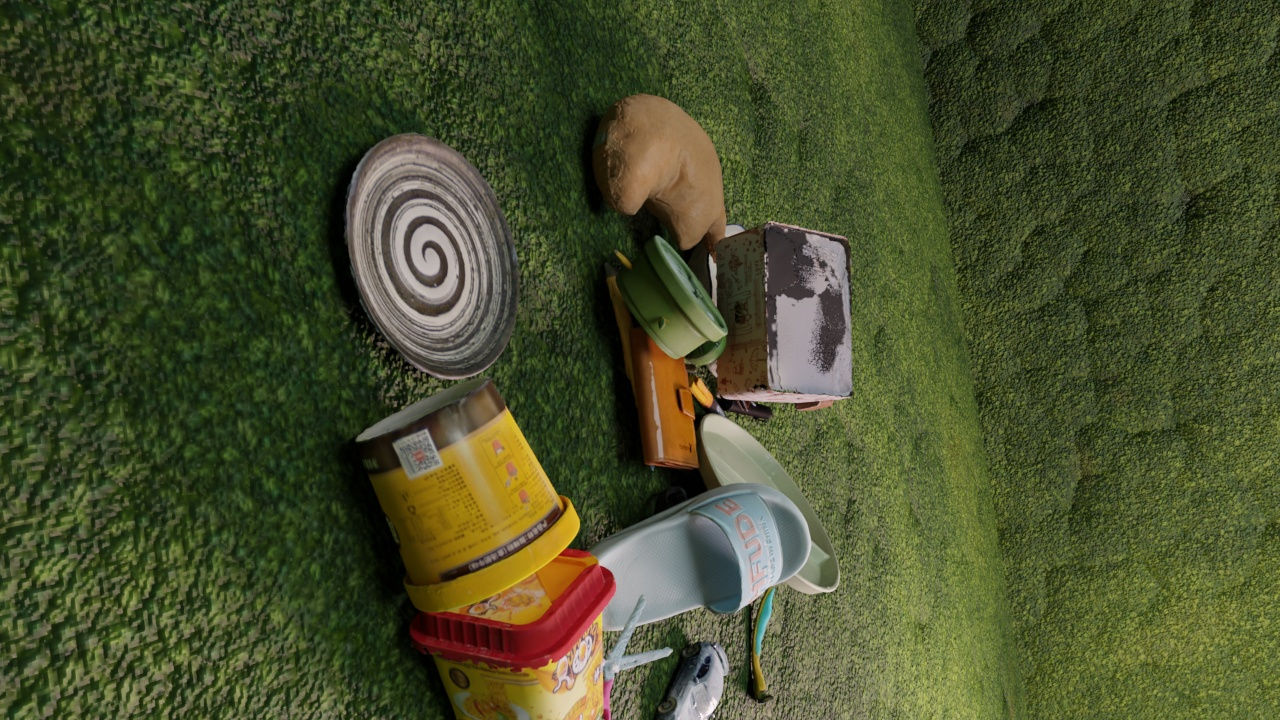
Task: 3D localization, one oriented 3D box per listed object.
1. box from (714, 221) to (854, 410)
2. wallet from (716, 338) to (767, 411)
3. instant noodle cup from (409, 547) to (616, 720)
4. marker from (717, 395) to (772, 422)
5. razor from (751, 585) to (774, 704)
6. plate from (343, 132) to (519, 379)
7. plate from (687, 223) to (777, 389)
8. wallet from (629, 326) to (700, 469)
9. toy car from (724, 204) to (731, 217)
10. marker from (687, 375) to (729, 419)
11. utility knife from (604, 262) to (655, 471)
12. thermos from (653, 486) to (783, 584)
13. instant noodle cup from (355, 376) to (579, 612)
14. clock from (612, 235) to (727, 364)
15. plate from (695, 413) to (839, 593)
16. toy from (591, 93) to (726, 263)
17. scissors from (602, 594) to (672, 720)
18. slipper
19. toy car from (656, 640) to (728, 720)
[{"bbox_3d":[0.175,-0.040,1.007,0.271,0.133,0.179,14,75,-64],"label":"box"},{"bbox_3d":[0.118,-0.017,1.036,0.096,0.020,0.122,62,38,-30],"label":"wallet"},{"bbox_3d":[-0.079,0.203,0.624,0.116,0.116,0.124,-38,127,-58],"label":"instant noodle cup"},{"bbox_3d":[0.130,0.059,1.128,0.132,0.020,0.022,17,91,-59],"label":"marker"},{"bbox_3d":[0.142,0.326,1.057,0.043,0.028,0.132,71,23,-68],"label":"razor"},{"bbox_3d":[-0.150,-0.074,0.663,0.179,0.024,0.179,24,62,-55],"label":"plate"},{"bbox_3d":[0.111,-0.061,1.104,0.204,0.046,0.204,28,57,-54],"label":"plate"},{"bbox_3d":[0.026,0.041,0.907,0.119,0.035,0.130,18,61,-61],"label":"wallet"},{"bbox_3d":[0.069,-0.173,1.068,0.049,0.031,0.106,47,30,1],"label":"toy car"},{"bbox_3d":[0.083,0.053,1.049,0.124,0.015,0.018,50,47,-46],"label":"marker"},{"bbox_3d":[-0.005,0.005,0.900,0.030,0.021,0.208,-16,89,-59],"label":"utility knife"},{"bbox_3d":[0.090,0.186,0.970,0.242,0.069,0.090,26,45,-55],"label":"thermos"},{"bbox_3d":[-0.115,0.081,0.589,0.118,0.119,0.114,-40,109,-57],"label":"instant noodle cup"},{"bbox_3d":[0.034,-0.054,0.892,0.116,0.056,0.161,60,14,23],"label":"clock"},{"bbox_3d":[0.134,0.156,0.996,0.230,0.027,0.229,44,18,-19],"label":"plate"},{"bbox_3d":[0.042,-0.183,0.951,0.225,0.083,0.143,26,72,-42],"label":"toy"},{"bbox_3d":[-0.032,0.248,0.740,0.131,0.017,0.133,33,77,-31],"label":"scissors"},{"bbox_3d":[0.056,0.176,0.808,0.244,0.074,0.104,-11,98,-30],"label":"slipper"},{"bbox_3d":[0.053,0.327,0.891,0.120,0.037,0.054,-49,124,-51],"label":"toy car"}]
